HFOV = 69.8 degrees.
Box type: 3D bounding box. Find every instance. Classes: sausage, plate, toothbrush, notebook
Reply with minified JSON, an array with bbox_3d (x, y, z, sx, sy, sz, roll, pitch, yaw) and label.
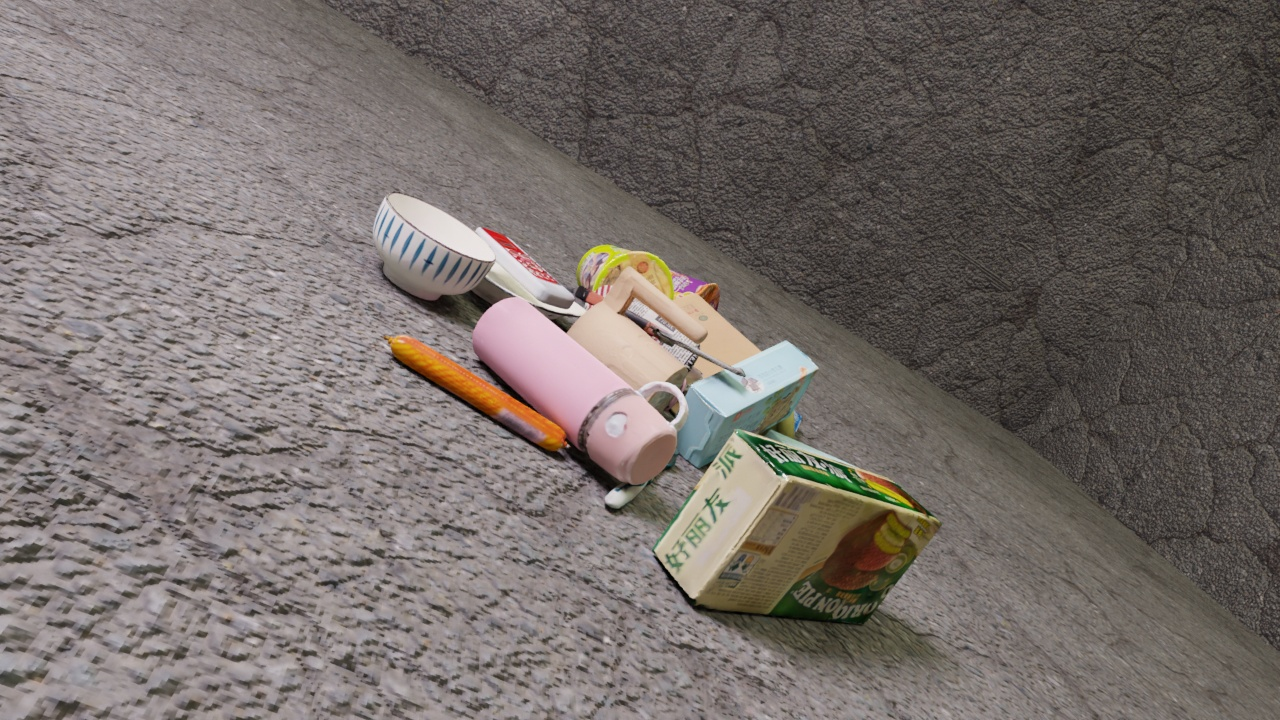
[{"bbox_3d":[-0.125,0.025,0.705,0.165,0.021,0.021,33,14,-6],"label":"sausage"},{"bbox_3d":[-0.150,-0.088,1.015,0.164,0.034,0.163,42,16,29],"label":"plate"},{"bbox_3d":[0.005,0.096,0.768,0.016,0.018,0.191,35,13,11],"label":"toothbrush"},{"bbox_3d":[0.058,-0.010,1.090,0.147,0.008,0.207,-20,41,-22],"label":"notebook"}]

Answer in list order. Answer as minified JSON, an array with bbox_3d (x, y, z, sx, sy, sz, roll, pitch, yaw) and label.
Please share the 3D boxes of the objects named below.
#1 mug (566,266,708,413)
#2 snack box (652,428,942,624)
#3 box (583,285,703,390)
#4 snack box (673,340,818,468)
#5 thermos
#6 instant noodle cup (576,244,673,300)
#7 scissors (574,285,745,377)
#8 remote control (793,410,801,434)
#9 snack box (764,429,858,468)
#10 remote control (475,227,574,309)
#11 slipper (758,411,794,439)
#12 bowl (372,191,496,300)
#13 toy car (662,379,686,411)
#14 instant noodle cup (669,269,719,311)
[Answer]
[{"bbox_3d":[-0.007,-0.010,0.885,0.103,0.125,0.084,39,14,16],"label":"mug"},{"bbox_3d":[0.129,0.136,0.707,0.239,0.114,0.063,20,19,-45],"label":"snack box"},{"bbox_3d":[0.001,-0.029,1.032,0.076,0.087,0.163,-26,49,-38],"label":"box"},{"bbox_3d":[0.106,0.042,0.936,0.051,0.074,0.174,43,40,22],"label":"snack box"},{"bbox_3d":[-0.049,0.017,0.752,0.198,0.087,0.067,37,-10,33],"label":"thermos"},{"bbox_3d":[-0.029,-0.103,1.211,0.111,0.112,0.123,26,8,-28],"label":"instant noodle cup"},{"bbox_3d":[0.025,-0.026,0.945,0.208,0.015,0.185,28,1,-1],"label":"scissors"},{"bbox_3d":[0.190,0.079,1.241,0.049,0.024,0.124,36,12,8],"label":"remote control"},{"bbox_3d":[0.201,0.137,1.005,0.174,0.052,0.074,25,15,-37],"label":"snack box"},{"bbox_3d":[-0.127,-0.101,0.992,0.136,0.020,0.055,42,14,31],"label":"remote control"},{"bbox_3d":[0.116,0.048,1.091,0.081,0.092,0.190,-13,42,-13],"label":"slipper"},{"bbox_3d":[-0.202,-0.100,0.865,0.116,0.066,0.116,31,15,-10],"label":"bowl"},{"bbox_3d":[-0.006,0.006,0.979,0.122,0.056,0.037,38,8,21],"label":"toy car"},{"bbox_3d":[0.043,-0.078,1.291,0.099,0.112,0.111,30,11,23],"label":"instant noodle cup"}]
